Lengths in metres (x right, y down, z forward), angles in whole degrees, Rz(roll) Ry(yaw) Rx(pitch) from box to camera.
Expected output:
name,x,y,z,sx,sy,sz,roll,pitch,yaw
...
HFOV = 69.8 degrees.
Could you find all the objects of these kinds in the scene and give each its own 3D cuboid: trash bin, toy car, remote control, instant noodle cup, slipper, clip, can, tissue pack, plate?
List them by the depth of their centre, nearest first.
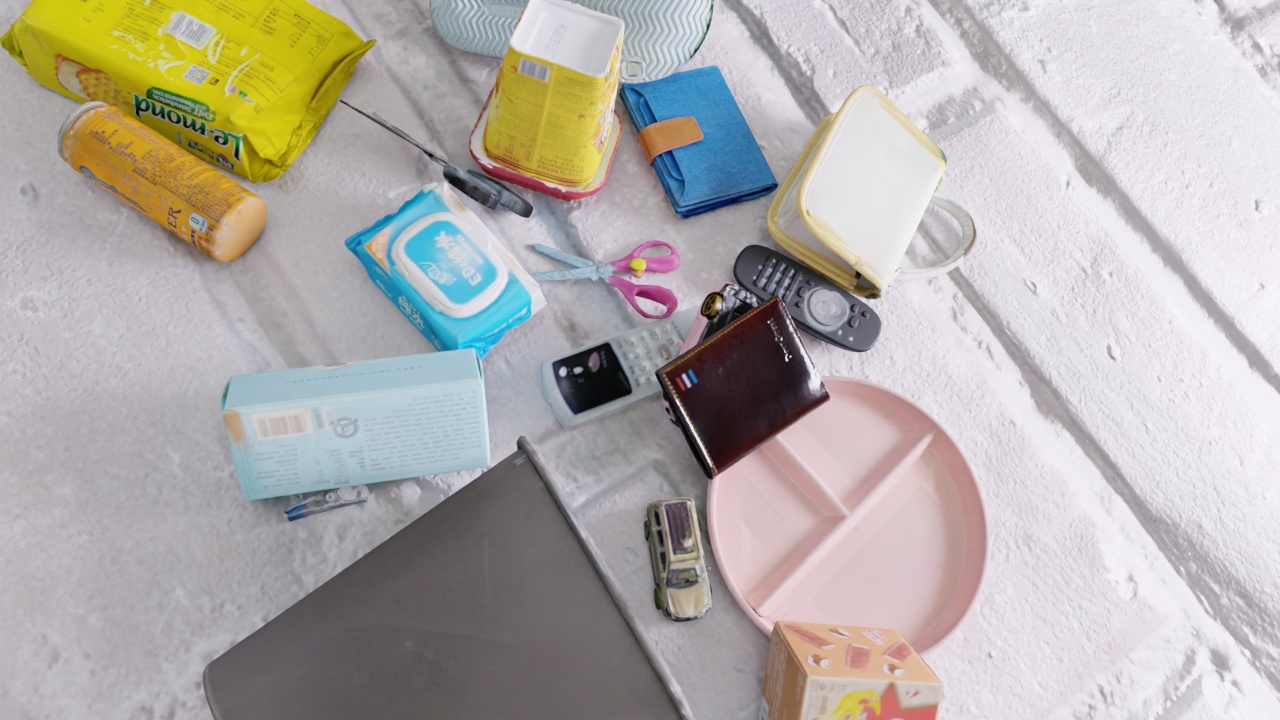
name,x,y,z,sx,sy,sz,roll,pitch,yaw
trash bin,-0.111,0.193,0.559,0.219,0.199,0.199,-30,76,-12
clip,-0.224,0.101,0.653,0.056,0.024,0.029,-23,80,-24
toy car,0.029,0.147,0.677,0.042,0.035,0.090,-5,73,-11
can,-0.360,-0.135,0.694,0.146,0.058,0.058,32,68,2
tissue pack,-0.147,-0.066,0.706,0.089,0.063,0.140,-40,82,-20
plate,0.160,0.123,0.714,0.229,0.028,0.229,4,69,-10
toy car,0.056,-0.002,0.714,0.056,0.037,0.122,28,81,-21
remote control,-0.004,0.004,0.730,0.149,0.021,0.058,-21,75,-18
instant noodle cup,-0.068,-0.211,0.732,0.116,0.124,0.116,17,55,-4
remote control,0.139,-0.050,0.775,0.136,0.024,0.053,31,66,0
slipper,-0.059,-0.300,0.796,0.245,0.074,0.104,6,112,7

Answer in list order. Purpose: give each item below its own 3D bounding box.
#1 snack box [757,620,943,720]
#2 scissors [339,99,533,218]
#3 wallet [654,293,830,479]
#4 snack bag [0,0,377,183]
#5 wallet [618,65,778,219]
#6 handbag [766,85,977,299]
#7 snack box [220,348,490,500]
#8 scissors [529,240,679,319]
name,x,y,z,sx,sy,sz,roll,pitch,yaw
snack box,0.138,0.239,0.622,0.094,0.077,0.093,6,99,-8
scissors,-0.160,-0.159,0.737,0.173,0.159,0.014,24,103,-31
wallet,0.079,0.019,0.695,0.122,0.020,0.096,-32,104,-21
snack bag,-0.358,-0.254,0.734,0.246,0.068,0.157,25,68,-2
wallet,0.050,-0.195,0.806,0.106,0.040,0.133,-17,73,-20
handbag,0.212,-0.128,0.807,0.178,0.063,0.163,36,67,-13
snack box,-0.195,0.044,0.645,0.174,0.074,0.051,-7,32,-13
scissors,-0.028,-0.065,0.749,0.136,0.017,0.105,-7,58,-15
